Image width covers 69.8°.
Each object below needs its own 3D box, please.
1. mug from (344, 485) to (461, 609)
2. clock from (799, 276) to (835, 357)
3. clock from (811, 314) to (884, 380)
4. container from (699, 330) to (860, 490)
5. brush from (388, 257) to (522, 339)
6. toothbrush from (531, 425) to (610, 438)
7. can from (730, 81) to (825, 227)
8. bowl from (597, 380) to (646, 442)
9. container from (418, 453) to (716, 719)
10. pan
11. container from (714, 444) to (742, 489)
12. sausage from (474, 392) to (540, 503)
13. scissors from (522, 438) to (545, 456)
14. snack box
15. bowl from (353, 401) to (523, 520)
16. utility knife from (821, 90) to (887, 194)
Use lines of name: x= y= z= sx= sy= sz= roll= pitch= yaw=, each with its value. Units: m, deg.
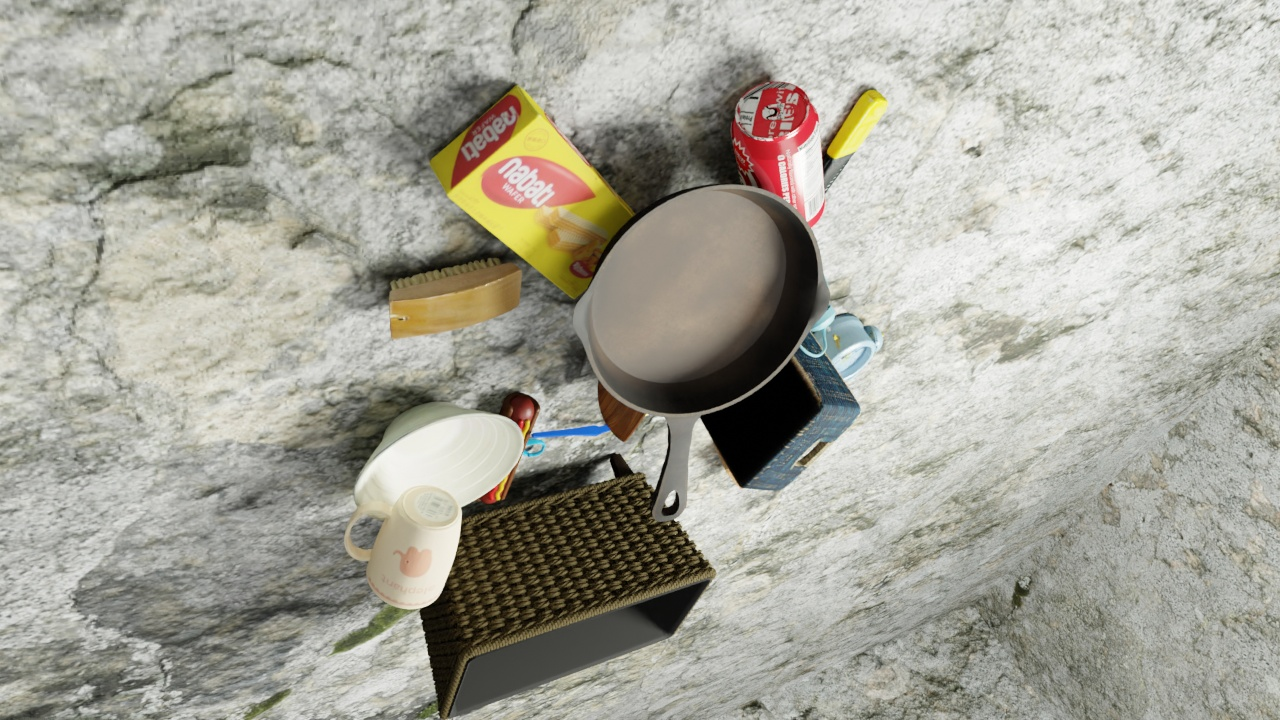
mug: x=-0.237 y=0.178 z=0.917 sx=0.111 sy=0.085 sz=0.104 roll=17 pitch=121 yaw=-15
clock: x=0.173 y=-0.062 z=0.977 sx=0.087 sy=0.123 sz=0.042 roll=2 pitch=159 yaw=-42
clock: x=0.268 y=-0.012 z=1.199 sx=0.124 sy=0.051 sz=0.089 roll=5 pitch=133 yaw=-44
container: x=0.133 y=0.029 z=1.013 sx=0.071 sy=0.187 sz=0.146 roll=8 pitch=132 yaw=-42
brush: x=-0.161 y=-0.056 z=0.786 sx=0.117 sy=0.039 sz=0.049 roll=-15 pitch=145 yaw=-22
toothbrush: x=-0.067 y=0.082 z=1.060 sx=0.011 sy=0.016 sz=0.186 roll=-39 pitch=160 yaw=27
can: x=0.125 y=-0.175 z=0.820 sx=0.074 sy=0.074 sz=0.142 roll=-29 pitch=149 yaw=-2
bowl: x=-0.006 y=0.006 z=0.959 sx=0.147 sy=0.069 sz=0.147 roll=-57 pitch=-179 yaw=1
container: x=-0.111 y=0.257 z=1.115 sx=0.320 sy=0.205 sz=0.177 roll=-11 pitch=144 yaw=-30
pan: x=0.043 y=0.000 z=0.853 sx=0.248 sy=0.043 sz=0.357 roll=-4 pitch=122 yaw=-21
container: x=0.152 y=0.140 z=1.316 sx=0.061 sy=0.063 sz=0.114 roll=-27 pitch=150 yaw=8
sausage: x=-0.149 y=0.099 z=1.002 sx=0.040 sy=0.040 sz=0.156 roll=-4 pitch=133 yaw=-37
scissors: x=-0.170 y=0.105 z=1.033 sx=0.086 sy=0.015 sz=0.135 roll=-39 pitch=146 yaw=13
snack box: x=-0.074 y=-0.129 z=0.749 sx=0.092 sy=0.042 sz=0.200 roll=-37 pitch=149 yaw=9
bowl: x=-0.212 y=0.090 z=0.935 sx=0.176 sy=0.057 sz=0.177 roll=-22 pitch=148 yaw=-14
utility knife: x=0.186 y=-0.190 z=0.904 sx=0.028 sy=0.020 sz=0.172 roll=-2 pitch=138 yaw=-37
